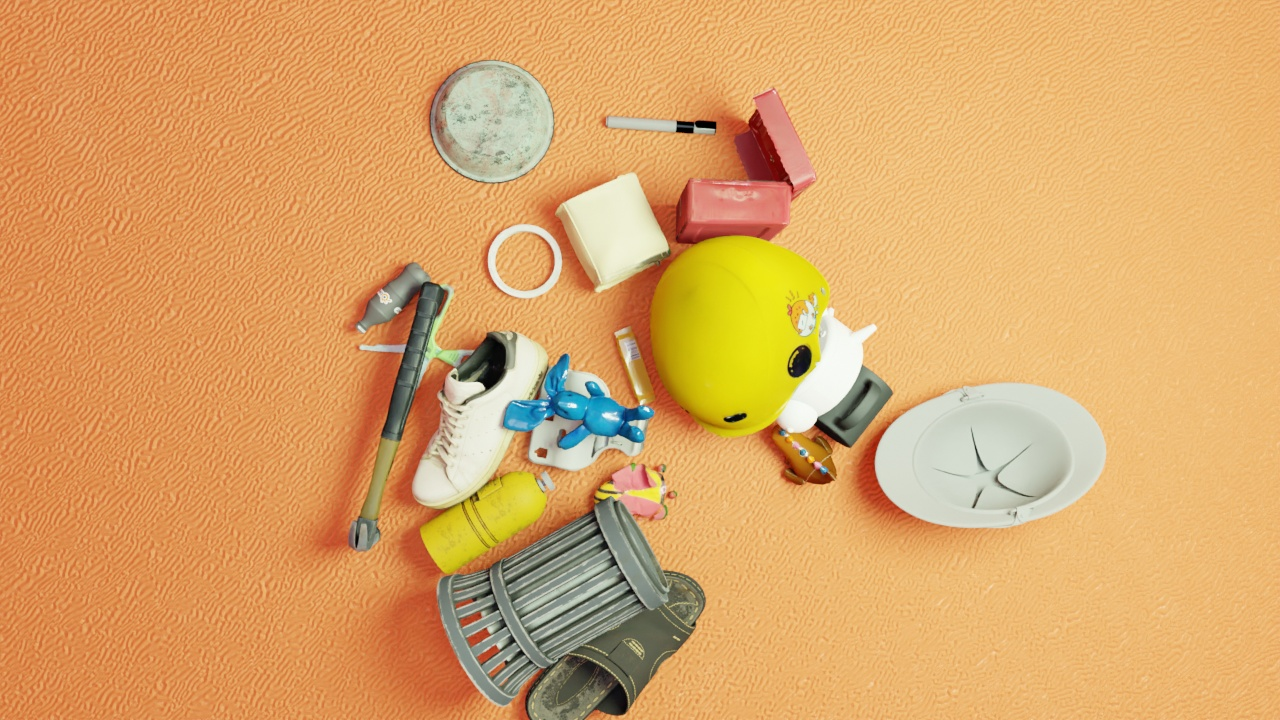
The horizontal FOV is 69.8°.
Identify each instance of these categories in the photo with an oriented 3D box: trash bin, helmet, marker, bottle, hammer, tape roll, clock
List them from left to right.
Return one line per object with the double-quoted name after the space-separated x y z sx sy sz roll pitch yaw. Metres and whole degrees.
-0.309 -0.076 1.139 0.110 0.036 0.036 -43 92 -3 "bottle"
-0.293 0.068 1.103 0.025 0.118 0.333 15 86 -5 "hammer"
-0.182 0.189 1.127 0.164 0.071 0.071 -31 91 -3 "bottle"
-0.146 -0.125 1.161 0.093 0.013 0.093 0 89 -3 "tape roll"
-0.095 0.272 1.074 0.227 0.164 0.164 -30 91 1 "trash bin"
0.026 -0.300 1.172 0.140 0.016 0.016 3 89 -3 "marker"
0.093 -0.038 1.066 0.209 0.139 0.240 11 83 38 "helmet"
0.200 0.004 1.118 0.073 0.125 0.161 32 93 -23 "clock"
0.426 0.137 1.146 0.271 0.118 0.183 -14 59 2 "helmet"

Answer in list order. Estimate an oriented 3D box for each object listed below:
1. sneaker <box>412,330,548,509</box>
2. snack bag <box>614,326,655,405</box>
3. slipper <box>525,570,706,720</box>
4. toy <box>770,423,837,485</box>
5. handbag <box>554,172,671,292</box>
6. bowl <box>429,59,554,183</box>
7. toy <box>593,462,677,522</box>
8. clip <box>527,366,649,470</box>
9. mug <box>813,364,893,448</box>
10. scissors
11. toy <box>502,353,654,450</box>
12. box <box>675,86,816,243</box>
-0.207 0.066 1.100 0.089 0.102 0.241 29 83 34 "sneaker"
-0.007 0.007 1.164 0.026 0.020 0.099 -20 91 -12 "snack bag"
-0.031 0.363 1.130 0.267 0.076 0.113 -41 92 -3 "slipper"
0.203 0.116 1.136 0.090 0.103 0.070 44 88 -9 "toy"
-0.031 -0.156 1.139 0.111 0.081 0.119 -26 89 -11 "handbag"
-0.187 -0.303 1.148 0.157 0.038 0.157 0 89 -3 "bowl"
-0.008 0.168 1.152 0.103 0.046 0.084 -21 112 -1 "toy"
-0.063 0.078 1.145 0.143 0.072 0.124 10 91 4 "clip"
0.259 0.053 1.132 0.078 0.113 0.088 39 87 -4 "mug"
-0.263 -0.012 1.152 0.174 0.022 0.171 21 91 -8 "scissors"
-0.064 0.052 1.086 0.176 0.071 0.112 13 78 18 "toy"
0.111 -0.205 1.107 0.168 0.157 0.154 -30 89 -5 "box"
